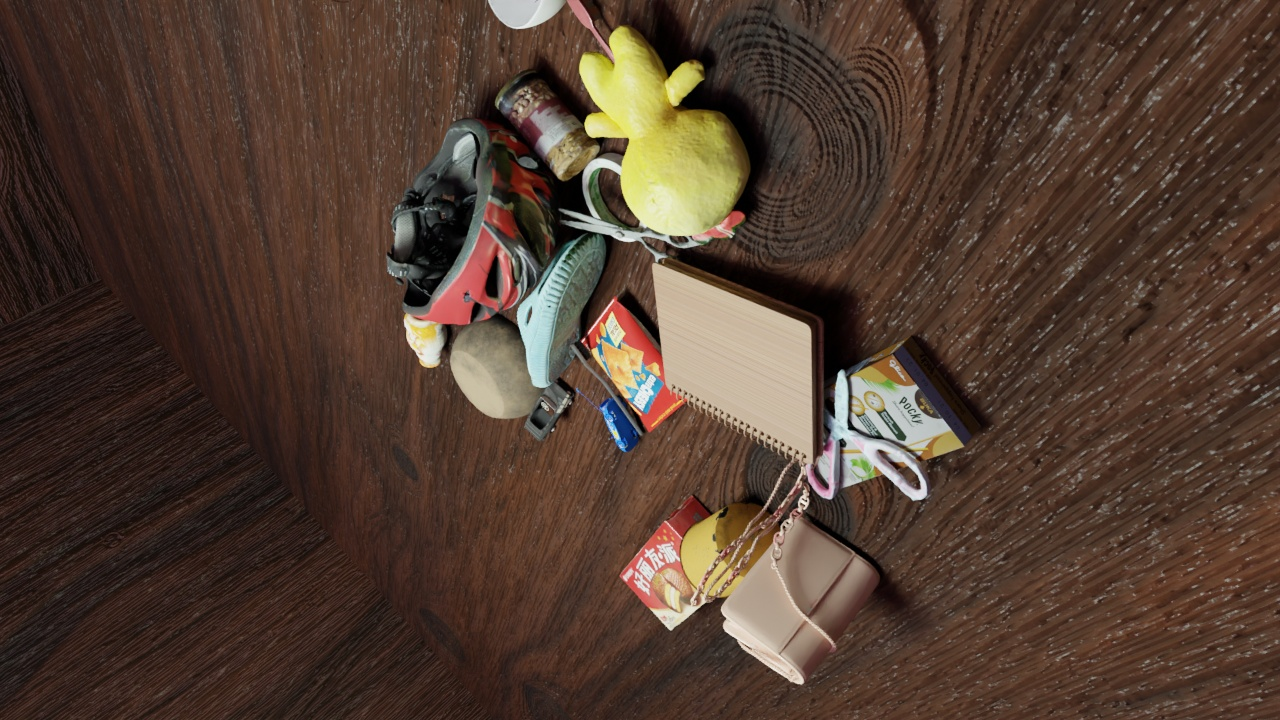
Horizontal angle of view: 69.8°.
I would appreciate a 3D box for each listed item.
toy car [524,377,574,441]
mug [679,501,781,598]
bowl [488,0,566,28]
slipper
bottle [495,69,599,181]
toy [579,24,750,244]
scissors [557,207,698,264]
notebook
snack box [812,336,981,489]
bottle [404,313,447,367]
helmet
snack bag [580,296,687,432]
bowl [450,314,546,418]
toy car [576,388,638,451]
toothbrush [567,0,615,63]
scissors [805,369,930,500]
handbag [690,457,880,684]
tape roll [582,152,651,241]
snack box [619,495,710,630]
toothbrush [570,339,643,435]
[{"bbox_3d":[-0.131,0.070,1.293,0.040,0.037,0.092,41,114,19],"label":"toy car"},{"bbox_3d":[0.123,0.235,1.115,0.123,0.100,0.094,29,147,-9],"label":"mug"},{"bbox_3d":[-0.094,-0.359,0.823,0.115,0.050,0.115,25,122,47],"label":"bowl"},{"bbox_3d":[-0.106,-0.060,1.094,0.069,0.115,0.277,32,149,8],"label":"slipper"},{"bbox_3d":[-0.096,-0.243,0.948,0.105,0.056,0.056,49,148,4],"label":"bottle"},{"bbox_3d":[0.020,-0.193,0.822,0.134,0.092,0.207,-21,100,43],"label":"toy"},{"bbox_3d":[-0.008,-0.135,0.944,0.159,0.014,0.121,31,150,-12],"label":"scissors"},{"bbox_3d":[0.095,0.002,0.921,0.210,0.022,0.169,28,136,43],"label":"notebook"},{"bbox_3d":[0.218,0.056,0.874,0.101,0.031,0.186,52,148,0],"label":"snack box"},{"bbox_3d":[-0.335,-0.037,1.441,0.063,0.063,0.109,35,143,25],"label":"bottle"},{"bbox_3d":[-0.181,-0.150,1.024,0.273,0.166,0.217,-27,57,58],"label":"helmet"},{"bbox_3d":[-0.007,0.007,1.097,0.144,0.039,0.131,53,149,5],"label":"snack bag"},{"bbox_3d":[-0.212,0.016,1.334,0.162,0.070,0.162,32,143,28],"label":"bowl"},{"bbox_3d":[-0.046,0.076,1.216,0.062,0.033,0.092,2,123,43],"label":"toy car"},{"bbox_3d":[-0.009,-0.268,0.860,0.184,0.015,0.015,54,148,-9],"label":"toothbrush"},{"bbox_3d":[0.204,0.082,0.874,0.175,0.013,0.171,27,137,36],"label":"scissors"},{"bbox_3d":[0.163,0.236,0.966,0.117,0.198,0.187,30,150,30],"label":"handbag"},{"bbox_3d":[-0.023,-0.171,0.964,0.094,0.018,0.094,32,142,28],"label":"tape roll"},{"bbox_3d":[0.056,0.287,1.275,0.113,0.060,0.237,46,147,11],"label":"snack box"},{"bbox_3d":[-0.040,0.038,1.167,0.167,0.013,0.013,56,173,-29],"label":"toothbrush"}]
